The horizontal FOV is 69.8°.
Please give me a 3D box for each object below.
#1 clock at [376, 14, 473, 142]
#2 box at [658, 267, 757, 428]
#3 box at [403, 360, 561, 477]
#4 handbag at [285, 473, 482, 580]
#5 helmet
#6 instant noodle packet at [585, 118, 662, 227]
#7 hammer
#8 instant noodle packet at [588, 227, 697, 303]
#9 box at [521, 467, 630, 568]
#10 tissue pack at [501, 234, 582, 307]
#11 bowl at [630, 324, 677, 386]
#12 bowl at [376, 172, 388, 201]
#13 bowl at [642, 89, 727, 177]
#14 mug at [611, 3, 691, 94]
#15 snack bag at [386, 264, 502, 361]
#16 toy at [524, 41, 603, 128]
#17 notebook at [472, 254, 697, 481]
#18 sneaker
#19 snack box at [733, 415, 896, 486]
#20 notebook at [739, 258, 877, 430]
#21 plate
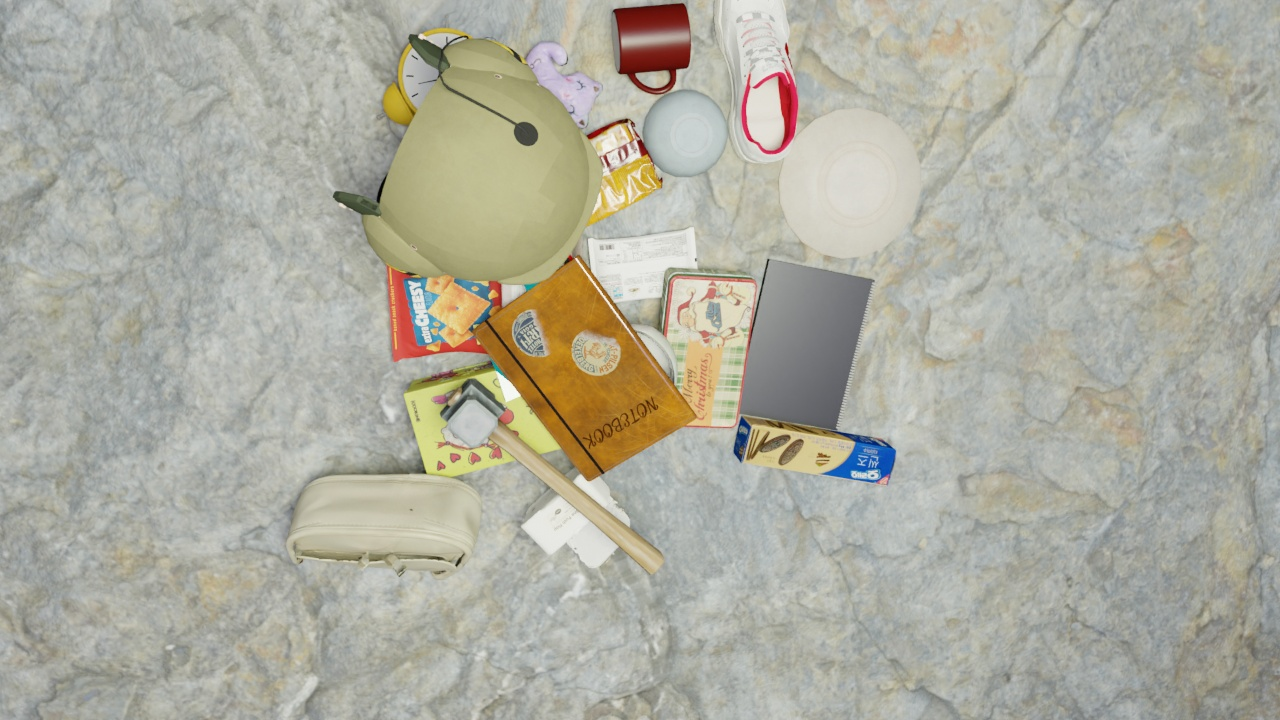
[{"bbox_3d":[-0.233,-0.315,1.071,0.113,0.052,0.152,31,93,-12],"label":"clock"},{"bbox_3d":[0.078,-0.014,1.162,0.117,0.050,0.206,5,111,-7],"label":"box"},{"bbox_3d":[-0.169,0.061,1.146,0.221,0.082,0.124,-11,103,-4],"label":"box"},{"bbox_3d":[-0.319,0.229,1.117,0.229,0.131,0.185,12,140,-9],"label":"handbag"},{"bbox_3d":[-0.162,-0.190,0.949,0.233,0.255,0.250,27,98,-7],"label":"helmet"},{"bbox_3d":[-0.050,-0.226,1.119,0.135,0.039,0.098,-27,103,-1],"label":"instant noodle packet"},{"bbox_3d":[-0.096,0.143,1.075,0.323,0.117,0.051,42,92,-15],"label":"hammer"},{"bbox_3d":[0.005,-0.117,1.156,0.134,0.026,0.087,-7,103,-6],"label":"instant noodle packet"},{"bbox_3d":[-0.070,0.214,1.177,0.110,0.103,0.130,-39,94,3],"label":"box"},{"bbox_3d":[-0.118,-0.146,1.095,0.104,0.071,0.181,3,102,19],"label":"tissue pack"},{"bbox_3d":[-0.007,0.006,1.112,0.116,0.065,0.116,6,110,15],"label":"bowl"},{"bbox_3d":[-0.248,-0.183,1.096,0.124,0.052,0.124,-1,102,-7],"label":"bowl"},{"bbox_3d":[0.058,-0.275,1.118,0.106,0.039,0.106,-2,107,-8],"label":"bowl"},{"bbox_3d":[0.012,-0.365,1.087,0.082,0.073,0.106,-7,132,-6],"label":"mug"},{"bbox_3d":[-0.235,-0.066,1.130,0.144,0.039,0.131,-2,102,-7],"label":"snack bag"},{"bbox_3d":[-0.095,-0.330,1.092,0.099,0.036,0.080,24,98,-10],"label":"toy"},{"bbox_3d":[-0.077,0.013,1.077,0.179,0.014,0.249,-32,102,20],"label":"notebook"},{"bbox_3d":[0.144,-0.353,1.082,0.090,0.104,0.237,-6,102,-6],"label":"sneaker"},{"bbox_3d":[0.232,0.119,1.221,0.206,0.056,0.057,9,100,-9],"label":"snack box"},{"bbox_3d":[0.217,-0.018,1.210,0.149,0.016,0.207,10,101,-8],"label":"notebook"},{"bbox_3d":[0.271,-0.224,1.165,0.188,0.027,0.189,-1,102,-7],"label":"plate"}]
